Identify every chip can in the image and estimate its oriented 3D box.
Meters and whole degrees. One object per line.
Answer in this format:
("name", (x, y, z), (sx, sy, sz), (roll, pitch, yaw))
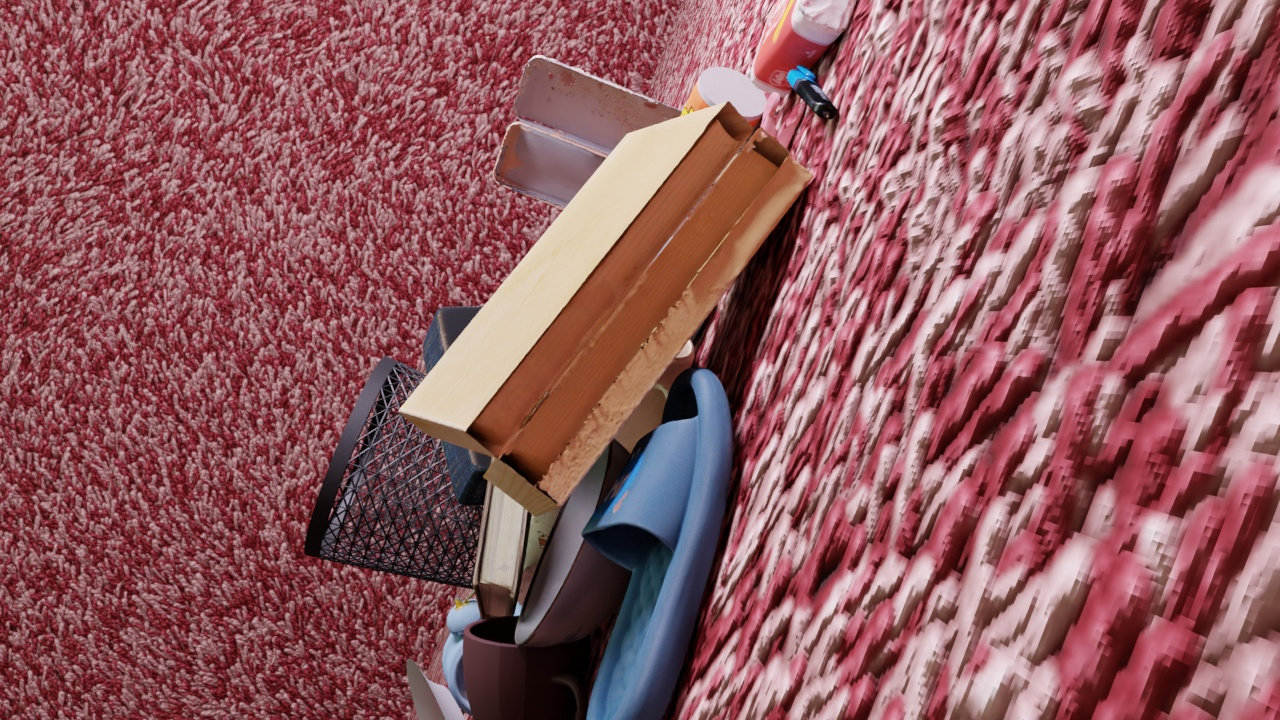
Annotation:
("chip can", (0.042, -0.165, 0.845), (0.211, 0.062, 0.062), (120, 167, -49))

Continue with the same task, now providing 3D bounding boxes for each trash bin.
("trash bin", (-0.191, 0.139, 0.970), (0.217, 0.243, 0.217), (-161, 92, -82))

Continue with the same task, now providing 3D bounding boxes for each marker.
("marker", (0.110, -0.173, 0.589), (0.122, 0.018, 0.015), (-88, 19, -63))

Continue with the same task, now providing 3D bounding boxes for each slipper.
("slipper", (0.004, 0.095, 0.482), (0.104, 0.059, 0.213), (130, 158, -60))

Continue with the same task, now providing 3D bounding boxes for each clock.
("clock", (-0.129, 0.256, 0.810), (0.052, 0.088, 0.124), (-167, 82, -78))

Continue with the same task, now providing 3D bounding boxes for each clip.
("clip", (0.098, -0.153, 0.634), (0.022, 0.038, 0.059), (-172, 104, -78))

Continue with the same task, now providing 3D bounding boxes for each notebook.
("notebook", (-0.101, 0.098, 0.731), (0.190, 0.034, 0.215), (109, 167, -64))

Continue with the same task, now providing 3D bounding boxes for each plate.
("plate", (-0.157, 0.332, 0.779), (0.173, 0.019, 0.173), (41, 141, 45))

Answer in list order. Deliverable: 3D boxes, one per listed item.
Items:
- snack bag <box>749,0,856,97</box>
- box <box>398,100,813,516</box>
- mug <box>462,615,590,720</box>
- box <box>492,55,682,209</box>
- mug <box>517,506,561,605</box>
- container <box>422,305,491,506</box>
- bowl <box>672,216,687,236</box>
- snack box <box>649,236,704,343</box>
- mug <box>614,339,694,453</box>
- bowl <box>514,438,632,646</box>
("snack bag", (0.118, -0.244, 0.649), (0.116, 0.036, 0.077), (152, 138, -77))
("box", (-0.025, -0.040, 0.554), (0.248, 0.123, 0.141), (-53, 0, -16))
("mug", (-0.071, 0.229, 0.618), (0.114, 0.087, 0.088), (-1, 86, 51))
("box", (-0.041, -0.230, 1.009), (0.058, 0.216, 0.154), (-96, 26, -68))
("mug", (-0.067, 0.155, 0.806), (0.122, 0.081, 0.097), (-38, 28, 19))
("container", (-0.122, 0.038, 0.897), (0.071, 0.145, 0.187), (-56, 45, 48))
("bowl", (0.002, -0.073, 0.801), (0.131, 0.064, 0.132), (-46, -14, -15))
("snack box", (-0.004, 0.004, 0.753), (0.059, 0.059, 0.227), (-75, 11, -50))
("mug", (-0.005, 0.028, 0.667), (0.104, 0.085, 0.111), (-60, 40, 28))
("bowl", (-0.026, 0.124, 0.598), (0.151, 0.057, 0.150), (-158, 92, -83))
